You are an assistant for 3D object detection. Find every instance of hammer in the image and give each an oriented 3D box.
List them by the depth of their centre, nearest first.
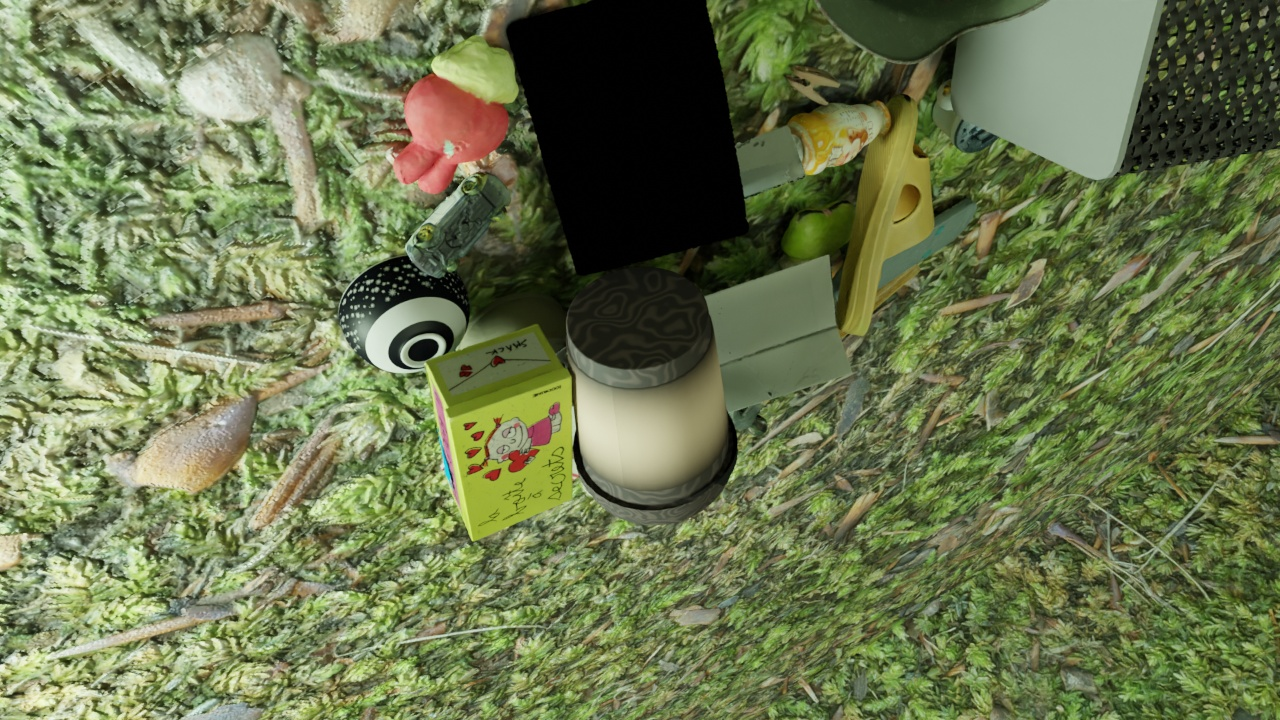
[{"bbox_3d":[0.245,-0.022,1.256,0.331,0.033,0.132,-43,143,13],"label":"hammer"}]

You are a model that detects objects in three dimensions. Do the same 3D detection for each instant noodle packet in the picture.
[{"bbox_3d":[-0.007,-0.197,0.780,0.163,0.084,0.222,-15,128,0],"label":"instant noodle packet"}]

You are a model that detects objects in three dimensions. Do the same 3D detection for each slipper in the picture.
[{"bbox_3d":[0.274,-0.149,0.993,0.078,0.099,0.264,10,113,1],"label":"slipper"},{"bbox_3d":[0.319,-0.144,1.157,0.268,0.054,0.098,-25,149,-30],"label":"slipper"}]

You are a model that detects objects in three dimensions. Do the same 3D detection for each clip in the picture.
[{"bbox_3d":[0.163,-0.266,0.901,0.061,0.025,0.045,2,131,-30],"label":"clip"}]

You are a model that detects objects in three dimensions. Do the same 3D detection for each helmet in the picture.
[{"bbox_3d":[0.233,-0.368,0.704,0.267,0.153,0.228,6,137,-22],"label":"helmet"}]

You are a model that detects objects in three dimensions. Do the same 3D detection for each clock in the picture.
[{"bbox_3d":[0.367,-0.284,1.006,0.083,0.057,0.118,-32,145,0],"label":"clock"}]

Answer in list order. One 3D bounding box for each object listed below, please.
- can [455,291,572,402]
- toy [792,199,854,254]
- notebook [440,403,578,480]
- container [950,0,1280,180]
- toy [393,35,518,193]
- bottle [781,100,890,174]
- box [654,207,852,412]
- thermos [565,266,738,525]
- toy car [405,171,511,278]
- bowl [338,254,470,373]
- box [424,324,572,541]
[{"bbox_3d":[-0.121,-0.001,0.953,0.127,0.073,0.128,-21,144,-17],"label":"can"},{"bbox_3d":[0.203,-0.135,1.072,0.092,0.043,0.118,-17,144,-16],"label":"toy"},{"bbox_3d":[-0.125,0.107,1.136,0.153,0.012,0.208,-43,144,15],"label":"notebook"},{"bbox_3d":[0.467,-0.323,0.842,0.243,0.245,0.248,-16,126,-17],"label":"container"},{"bbox_3d":[-0.147,-0.191,0.726,0.091,0.045,0.135,8,124,-47],"label":"toy"},{"bbox_3d":[0.200,-0.232,0.934,0.109,0.063,0.063,-24,145,-16],"label":"bottle"},{"bbox_3d":[0.137,-0.018,0.996,0.166,0.108,0.419,-19,165,5],"label":"box"},{"bbox_3d":[0.007,0.034,0.899,0.172,0.172,0.226,-24,141,-13],"label":"thermos"},{"bbox_3d":[-0.162,-0.122,0.810,0.105,0.033,0.048,-47,141,-3],"label":"toy car"},{"bbox_3d":[-0.211,-0.031,0.852,0.120,0.066,0.120,-21,144,-17],"label":"bowl"},{"bbox_3d":[-0.134,0.078,0.906,0.124,0.079,0.221,-18,142,-20],"label":"box"}]
